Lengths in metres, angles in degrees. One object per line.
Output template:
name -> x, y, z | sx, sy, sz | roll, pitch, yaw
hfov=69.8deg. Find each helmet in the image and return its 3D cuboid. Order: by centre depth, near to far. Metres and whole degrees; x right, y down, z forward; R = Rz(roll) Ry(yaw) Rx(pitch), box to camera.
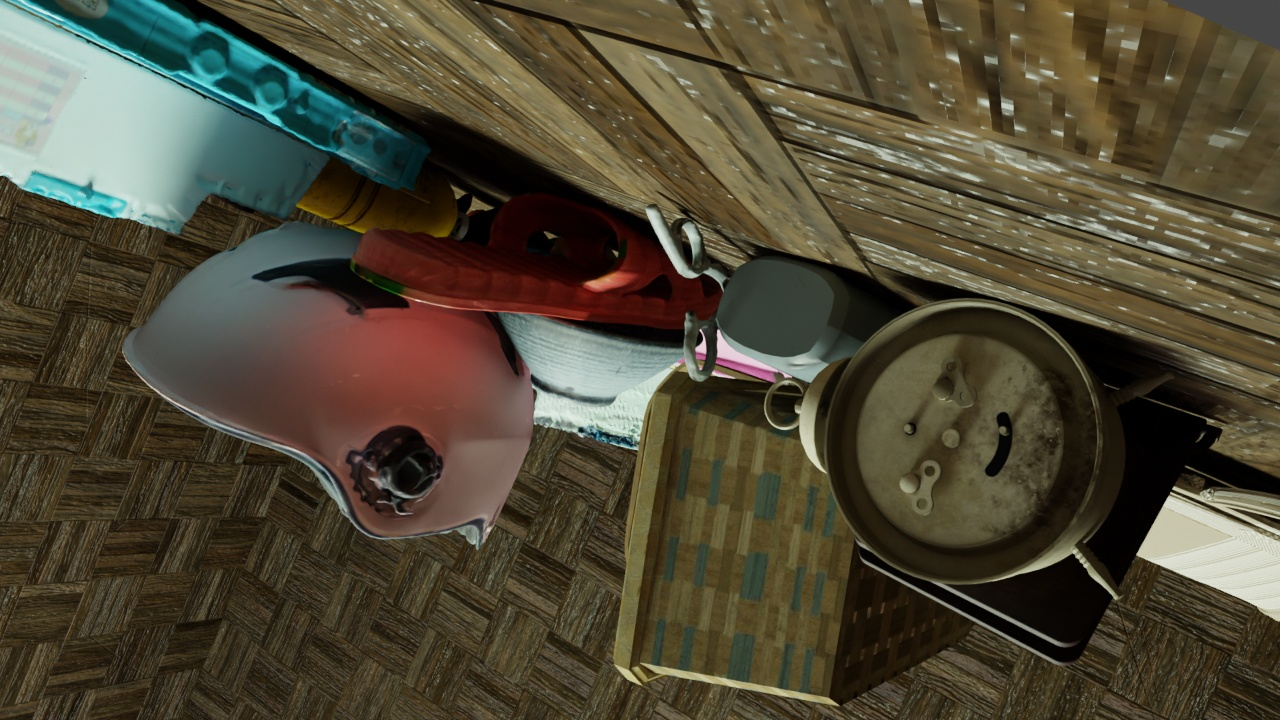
helmet -> -0.173, 0.002, 0.579 | 0.255, 0.152, 0.230 | 30, -177, -43

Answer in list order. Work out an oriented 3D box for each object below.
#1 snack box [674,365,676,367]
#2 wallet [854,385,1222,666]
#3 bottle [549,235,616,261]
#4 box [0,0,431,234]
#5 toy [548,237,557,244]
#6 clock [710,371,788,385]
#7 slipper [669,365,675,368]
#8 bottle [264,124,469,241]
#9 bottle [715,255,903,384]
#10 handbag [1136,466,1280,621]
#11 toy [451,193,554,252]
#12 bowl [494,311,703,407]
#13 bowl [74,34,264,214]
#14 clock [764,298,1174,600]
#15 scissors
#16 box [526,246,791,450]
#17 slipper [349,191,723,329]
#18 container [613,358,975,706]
snack box -> 0.042, -0.020, 0.797 | 0.025, 0.080, 0.147 | -4, -179, 1
wallet -> 0.150, 0.048, 0.352 | 0.091, 0.115, 0.018 | 24, 152, 38
bottle -> -0.046, -0.069, 0.720 | 0.063, 0.063, 0.109 | 23, 167, 4
box -> -0.241, -0.135, 0.458 | 0.171, 0.085, 0.227 | -15, 159, 31
toy -> -0.069, -0.097, 0.862 | 0.094, 0.036, 0.093 | 16, 178, -12
clock -> 0.089, 0.038, 0.788 | 0.061, 0.156, 0.103 | -7, 165, -7
slipper -> 0.013, -0.023, 0.989 | 0.111, 0.079, 0.261 | 49, -168, 9
bottle -> -0.201, -0.129, 0.687 | 0.163, 0.071, 0.071 | 22, -178, -43
bottle -> 0.114, 0.001, 0.434 | 0.161, 0.046, 0.072 | 22, -178, -38
handbag -> 0.305, 0.084, 0.449 | 0.175, 0.062, 0.198 | 23, 177, 0
toy -> -0.155, -0.050, 0.779 | 0.140, 0.159, 0.183 | 4, -155, 40
bowl -> -0.035, -0.007, 0.561 | 0.137, 0.057, 0.137 | 15, -167, -4
bowl -> -0.292, -0.159, 0.572 | 0.145, 0.067, 0.145 | 32, 177, 2
clock -> 0.103, 0.027, 0.328 | 0.141, 0.093, 0.054 | 12, 178, 45
scissors -> 0.044, -0.042, 0.448 | 0.014, 0.118, 0.160 | -4, -156, 27
box -> -0.003, -0.004, 0.691 | 0.230, 0.161, 0.062 | 14, -136, -4
slipper -> -0.042, -0.062, 0.518 | 0.248, 0.059, 0.103 | 0, -159, -47
container -> 0.072, 0.085, 0.516 | 0.187, 0.157, 0.249 | 10, -178, 37
